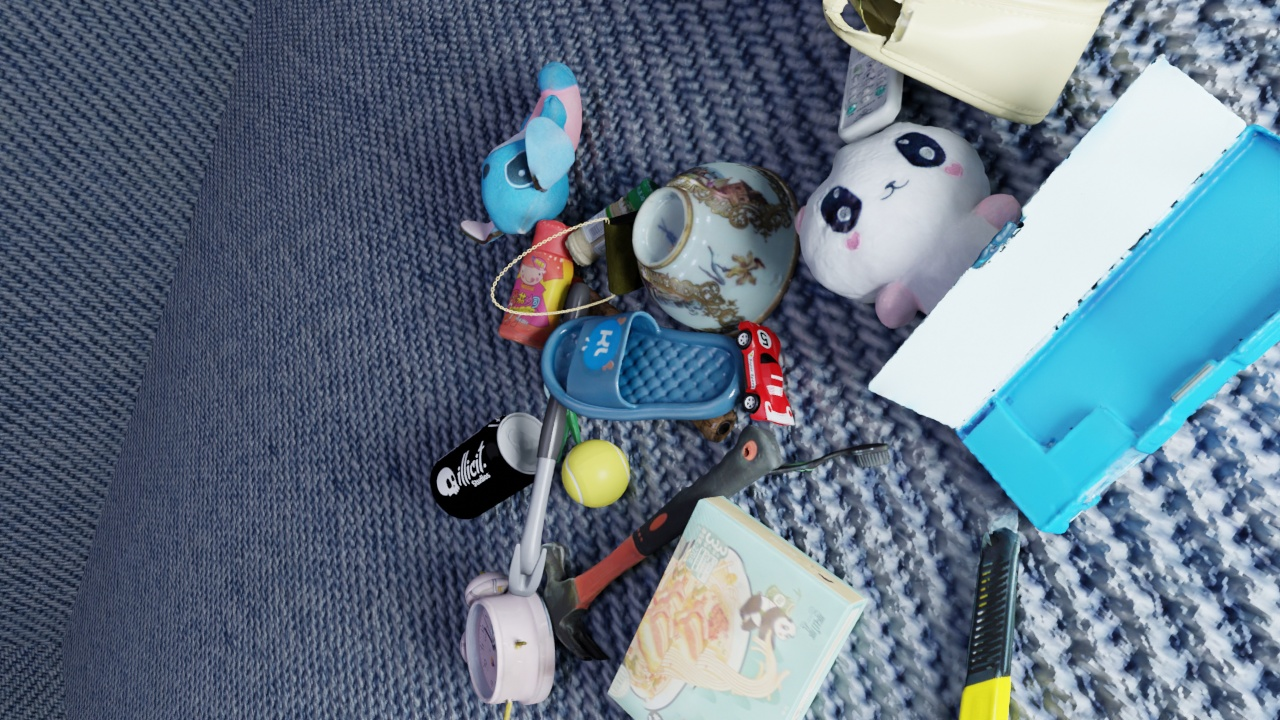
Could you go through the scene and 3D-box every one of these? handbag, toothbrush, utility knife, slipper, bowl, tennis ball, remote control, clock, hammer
[{"bbox_3d":[-0.055,-0.086,0.853,0.027,0.177,0.084,36,138,48],"label":"handbag"},{"bbox_3d":[0.121,0.088,0.734,0.189,0.014,0.017,-20,89,48],"label":"toothbrush"},{"bbox_3d":[0.223,0.180,0.582,0.029,0.020,0.174,3,84,49],"label":"utility knife"},{"bbox_3d":[-0.005,0.005,0.814,0.214,0.059,0.103,9,68,32],"label":"slipper"},{"bbox_3d":[0.050,-0.105,0.805,0.160,0.093,0.159,-16,68,48],"label":"bowl"},{"bbox_3d":[-0.043,0.108,0.882,0.065,0.065,0.065,-17,68,47],"label":"tennis ball"},{"bbox_3d":[0.182,-0.218,0.702,0.050,0.022,0.133,-27,37,44],"label":"remote control"},{"bbox_3d":[-0.143,0.284,0.945,0.158,0.058,0.117,36,121,55],"label":"clock"},{"bbox_3d":[-0.086,0.074,0.894,0.125,0.029,0.310,130,151,-78],"label":"hammer"},{"bbox_3d":[0.009,0.158,0.826,0.334,0.033,0.133,-46,48,36],"label":"hammer"},{"bbox_3d":[0.192,-0.266,0.624,0.232,0.190,0.089,-103,29,-45],"label":"handbag"},{"bbox_3d":[-0.008,-0.028,0.905,0.330,0.033,0.120,43,112,46],"label":"hammer"}]

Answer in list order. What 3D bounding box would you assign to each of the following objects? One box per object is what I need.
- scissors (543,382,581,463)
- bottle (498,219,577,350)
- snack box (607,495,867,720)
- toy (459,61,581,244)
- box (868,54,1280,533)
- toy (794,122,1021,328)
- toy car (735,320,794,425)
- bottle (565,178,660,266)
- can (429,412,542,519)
[{"bbox_3d":[-0.082,0.050,0.987,0.112,0.012,0.131,11,88,52],"label":"scissors"},{"bbox_3d":[-0.104,-0.081,0.969,0.071,0.048,0.134,16,88,50],"label":"bottle"},{"bbox_3d":[0.069,0.225,0.714,0.141,0.044,0.194,33,106,33],"label":"snack box"},{"bbox_3d":[-0.124,-0.221,1.027,0.225,0.099,0.191,-36,35,55],"label":"toy"},{"bbox_3d":[0.261,-0.026,0.516,0.244,0.113,0.114,-54,44,26],"label":"box"},{"bbox_3d":[0.190,-0.083,0.625,0.139,0.101,0.179,-39,48,4],"label":"toy"},{"bbox_3d":[0.103,0.011,0.755,0.025,0.038,0.089,-22,64,42],"label":"toy car"},{"bbox_3d":[-0.024,-0.136,0.921,0.110,0.042,0.042,-32,55,22],"label":"bottle"},{"bbox_3d":[-0.167,0.118,1.016,0.146,0.080,0.080,-34,56,40],"label":"can"}]
